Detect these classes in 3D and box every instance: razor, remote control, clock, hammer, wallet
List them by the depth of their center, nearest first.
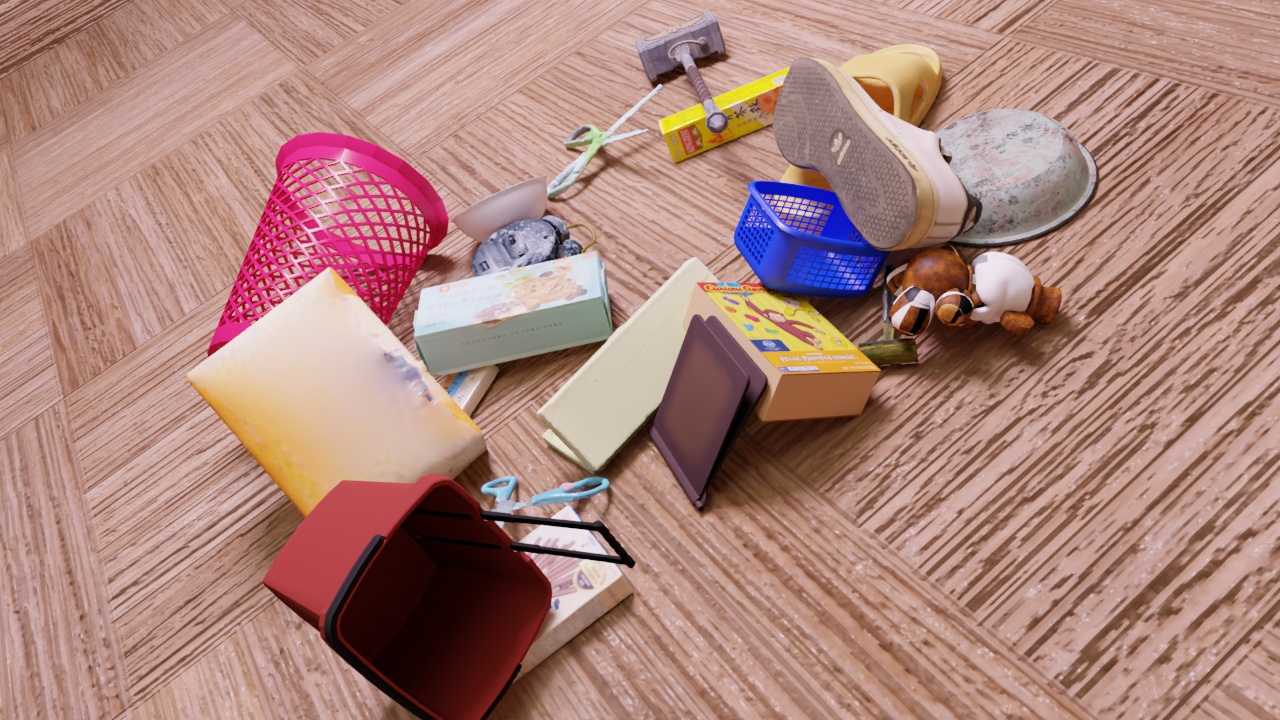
[{"bbox_3d":[0.045,0.037,0.670,0.018,0.116,0.091,4,33,-31],"label":"wallet"},{"bbox_3d":[0.195,-0.038,0.719,0.042,0.026,0.105,-7,42,23],"label":"razor"},{"bbox_3d":[-0.170,0.046,0.816,0.038,0.018,0.125,9,56,32],"label":"remote control"},{"bbox_3d":[-0.104,-0.100,0.897,0.129,0.052,0.090,-31,43,-3],"label":"clock"},{"bbox_3d":[0.058,-0.301,0.975,0.098,0.044,0.321,-20,33,7],"label":"hammer"}]

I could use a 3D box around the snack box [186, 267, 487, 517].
[{"bbox_3d":[-0.241,0.041,0.742,0.145,0.081,0.195,-42,81,-15],"label":"snack box"}]

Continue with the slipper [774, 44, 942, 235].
[{"bbox_3d":[0.198,-0.228,0.856,0.100,0.078,0.262,12,57,34],"label":"slipper"}]

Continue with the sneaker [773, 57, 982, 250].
[{"bbox_3d":[0.193,-0.173,0.746,0.102,0.089,0.241,-2,42,-21],"label":"sneaker"}]

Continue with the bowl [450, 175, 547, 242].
[{"bbox_3d":[-0.138,-0.149,0.953,0.110,0.040,0.110,-25,6,3],"label":"bowl"}]

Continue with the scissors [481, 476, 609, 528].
[{"bbox_3d":[-0.096,0.103,0.691,0.136,0.015,0.126,-7,7,-38],"label":"scissors"}]

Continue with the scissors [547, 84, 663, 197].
[{"bbox_3d":[-0.043,-0.235,0.997,0.168,0.023,0.172,-50,28,-16],"label":"scissors"}]

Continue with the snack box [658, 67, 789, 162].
[{"bbox_3d":[0.095,-0.256,0.959,0.148,0.040,0.028,-21,43,6],"label":"snack box"}]

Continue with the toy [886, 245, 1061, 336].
[{"bbox_3d":[0.244,-0.049,0.671,0.112,0.067,0.087,16,40,0],"label":"toy"}]

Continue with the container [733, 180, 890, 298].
[{"bbox_3d":[0.137,-0.095,0.741,0.114,0.058,0.096,4,37,-25],"label":"container"}]

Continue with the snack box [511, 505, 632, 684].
[{"bbox_3d":[-0.088,0.176,0.646,0.150,0.026,0.082,-35,43,-9],"label":"snack box"}]

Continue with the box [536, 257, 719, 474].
[{"bbox_3d":[0.003,0.007,0.747,0.077,0.089,0.187,41,70,13],"label":"box"}]

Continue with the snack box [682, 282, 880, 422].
[{"bbox_3d":[0.102,-0.010,0.688,0.088,0.040,0.125,-2,34,-29],"label":"snack box"}]

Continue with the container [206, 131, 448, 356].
[{"bbox_3d":[-0.313,-0.077,0.902,0.183,0.183,0.225,-1,56,25],"label":"container"}]

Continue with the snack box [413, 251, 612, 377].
[{"bbox_3d":[-0.114,-0.043,0.829,0.175,0.053,0.074,-11,39,3],"label":"snack box"}]

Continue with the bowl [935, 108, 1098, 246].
[{"bbox_3d":[0.298,-0.164,0.774,0.158,0.038,0.157,-14,45,14],"label":"bowl"}]

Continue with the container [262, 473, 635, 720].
[{"bbox_3d":[-0.117,0.147,0.560,0.201,0.148,0.126,3,49,41],"label":"container"}]
